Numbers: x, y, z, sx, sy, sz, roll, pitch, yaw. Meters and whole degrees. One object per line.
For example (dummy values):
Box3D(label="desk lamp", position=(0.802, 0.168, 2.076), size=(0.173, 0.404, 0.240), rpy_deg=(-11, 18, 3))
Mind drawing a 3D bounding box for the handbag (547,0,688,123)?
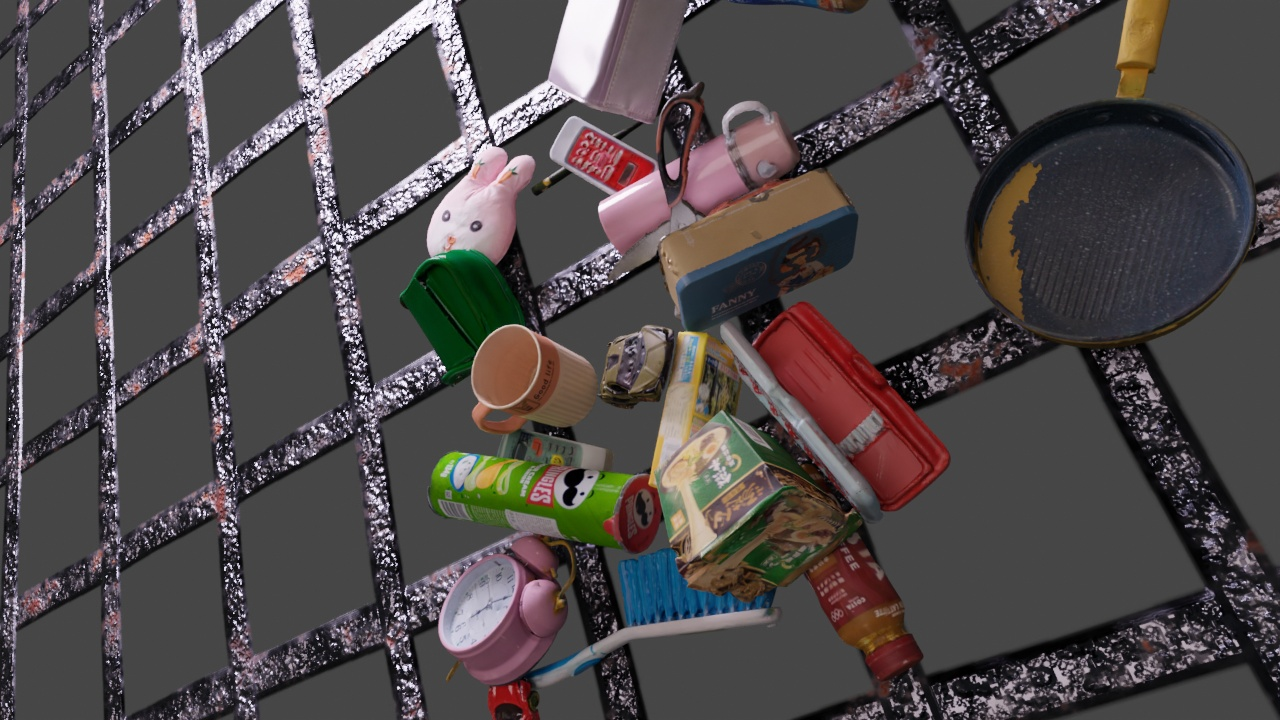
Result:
Box3D(label="handbag", position=(-0.017, -0.359, 0.947), size=(0.145, 0.098, 0.197), rpy_deg=(42, 119, 50))

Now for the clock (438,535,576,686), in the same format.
Box3D(label="clock", position=(-0.120, 0.229, 0.864), size=(0.159, 0.060, 0.117), rpy_deg=(-36, 33, 11))

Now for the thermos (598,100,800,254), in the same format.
Box3D(label="thermos", position=(0.051, -0.177, 0.890), size=(0.199, 0.087, 0.067), rpy_deg=(-25, 43, 25))

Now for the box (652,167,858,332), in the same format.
Box3D(label="box", position=(0.096, -0.092, 0.803), size=(0.184, 0.090, 0.061), rpy_deg=(-27, 61, -4))

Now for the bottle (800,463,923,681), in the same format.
Box3D(label="bottle", position=(0.161, 0.168, 0.737), size=(0.057, 0.057, 0.174), rpy_deg=(-39, 59, 16))

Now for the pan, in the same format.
Box3D(label="pan", position=(0.370, -0.185, 0.702), size=(0.198, 0.078, 0.357), rpy_deg=(12, 82, 33))

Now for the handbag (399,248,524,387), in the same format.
Box3D(label="handbag", position=(-0.199, -0.049, 1.000), size=(0.120, 0.067, 0.131), rpy_deg=(-34, 84, 36))

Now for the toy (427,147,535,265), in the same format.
Box3D(label="toy", position=(-0.184, -0.173, 1.053), size=(0.121, 0.054, 0.159), rpy_deg=(20, 82, 33))

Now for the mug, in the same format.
Box3D(label="mug", position=(-0.113, 0.030, 0.915), size=(0.115, 0.105, 0.081), rpy_deg=(-47, 57, 11))

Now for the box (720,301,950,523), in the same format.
Box3D(label="box", position=(0.151, 0.033, 0.757), size=(0.095, 0.101, 0.201), rpy_deg=(-45, 58, 13))

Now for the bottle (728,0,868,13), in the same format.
Box3D(label="bottle", position=(0.125, -0.391, 0.921), size=(0.219, 0.065, 0.065), rpy_deg=(22, 87, 34))

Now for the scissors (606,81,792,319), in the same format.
Box3D(label="scissors", position=(0.047, -0.145, 0.863), size=(0.223, 0.015, 0.189), rpy_deg=(-27, 101, 23))

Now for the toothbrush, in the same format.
Box3D(label="toothbrush", position=(-0.047, -0.235, 1.012), size=(0.186, 0.012, 0.017), rpy_deg=(-29, 57, 21))

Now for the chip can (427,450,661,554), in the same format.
Box3D(label="chip can", position=(-0.097, 0.132, 0.875), size=(0.236, 0.072, 0.072), rpy_deg=(2, 77, 33))

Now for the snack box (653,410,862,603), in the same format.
Box3D(label="snack box", position=(0.079, 0.106, 0.709), size=(0.118, 0.118, 0.105), rpy_deg=(-43, 48, 17))

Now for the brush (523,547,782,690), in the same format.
Box3D(label="brush", position=(-0.012, 0.234, 0.829), size=(0.315, 0.060, 0.109), rpy_deg=(-17, 71, 29))

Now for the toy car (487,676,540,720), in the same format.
Box3D(label="toy car", position=(-0.115, 0.345, 0.854), size=(0.049, 0.031, 0.106), rpy_deg=(-12, 89, 26))

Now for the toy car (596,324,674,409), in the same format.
Box3D(label="toy car", position=(-0.005, 0.005, 0.856), size=(0.158, 0.042, 0.070), rpy_deg=(160, 122, -70))

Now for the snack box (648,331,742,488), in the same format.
Box3D(label="snack box", position=(0.053, 0.053, 0.819), size=(0.034, 0.087, 0.140), rpy_deg=(8, 80, 32))

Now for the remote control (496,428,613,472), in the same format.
Box3D(label="remote control", position=(-0.089, 0.105, 0.931), size=(0.135, 0.019, 0.056), rpy_deg=(10, 81, 33))

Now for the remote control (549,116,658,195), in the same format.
Box3D(label="remote control", position=(-0.039, -0.213, 0.984), size=(0.136, 0.020, 0.056), rpy_deg=(35, 101, 26))
